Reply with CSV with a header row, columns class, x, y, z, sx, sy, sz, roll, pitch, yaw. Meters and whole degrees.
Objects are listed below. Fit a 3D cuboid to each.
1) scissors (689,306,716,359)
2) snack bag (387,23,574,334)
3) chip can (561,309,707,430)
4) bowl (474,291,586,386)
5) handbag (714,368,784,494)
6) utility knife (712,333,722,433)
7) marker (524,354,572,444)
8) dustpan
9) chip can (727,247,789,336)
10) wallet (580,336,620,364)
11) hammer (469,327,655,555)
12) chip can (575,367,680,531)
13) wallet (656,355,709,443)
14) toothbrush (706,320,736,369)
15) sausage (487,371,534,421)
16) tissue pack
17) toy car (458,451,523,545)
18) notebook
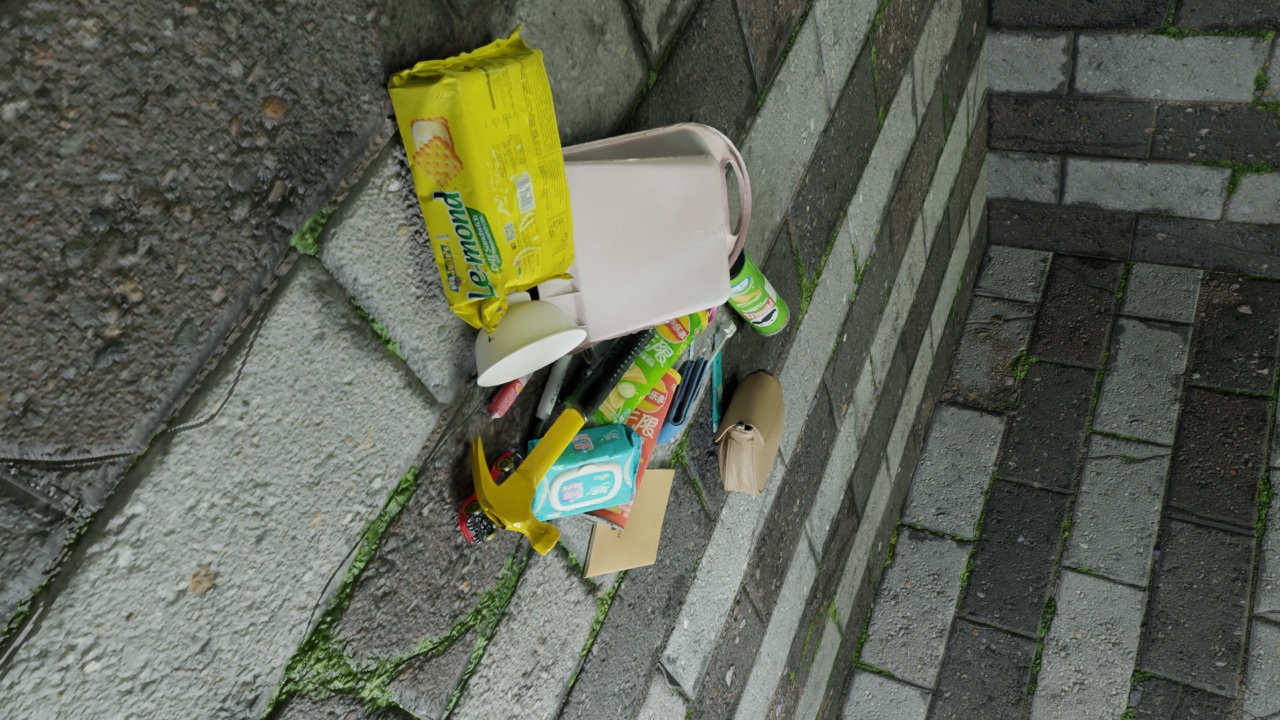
class,x,y,z,sx,sy,sz,roll,pitch,yaw
scissors,0.079,-0.064,1.342,0.133,0.017,0.134,-37,136,-46
snack bag,-0.127,-0.163,0.827,0.157,0.068,0.247,-41,128,-50
chip can,-0.007,0.006,1.113,0.220,0.073,0.073,-48,141,-28
bowl,-0.120,-0.029,0.910,0.118,0.119,0.064,-12,73,-60
handbag,0.177,0.116,1.499,0.203,0.100,0.148,-59,150,-52
utility knife,0.123,0.036,1.463,0.029,0.013,0.176,-39,134,-49
marker,-0.101,0.036,1.040,0.022,0.018,0.130,53,55,-66
dustpan,0.004,-0.145,1.019,0.138,0.273,0.223,-106,-171,-63
chip can,0.166,-0.110,1.425,0.236,0.072,0.072,37,68,-59
wallet,-0.045,-0.069,1.084,0.129,0.037,0.107,-49,132,-47
hammer,-0.070,0.058,0.988,0.299,0.129,0.033,-52,-174,-34
chip can,-0.017,0.105,1.167,0.073,0.073,0.216,49,59,-57
wallet,0.055,0.056,1.265,0.133,0.040,0.106,117,-5,-73
toothbrush,0.100,0.002,1.395,0.179,0.016,0.016,-53,131,-33
sausage,-0.122,0.007,0.986,0.155,0.020,0.020,-58,146,-34
tissue pack,-0.064,0.126,1.033,0.133,0.050,0.093,-11,129,-19
toy car,-0.154,0.142,0.964,0.106,0.031,0.049,-56,146,-38
notebook,-0.012,0.224,1.291,0.207,0.008,0.148,13,89,-63
